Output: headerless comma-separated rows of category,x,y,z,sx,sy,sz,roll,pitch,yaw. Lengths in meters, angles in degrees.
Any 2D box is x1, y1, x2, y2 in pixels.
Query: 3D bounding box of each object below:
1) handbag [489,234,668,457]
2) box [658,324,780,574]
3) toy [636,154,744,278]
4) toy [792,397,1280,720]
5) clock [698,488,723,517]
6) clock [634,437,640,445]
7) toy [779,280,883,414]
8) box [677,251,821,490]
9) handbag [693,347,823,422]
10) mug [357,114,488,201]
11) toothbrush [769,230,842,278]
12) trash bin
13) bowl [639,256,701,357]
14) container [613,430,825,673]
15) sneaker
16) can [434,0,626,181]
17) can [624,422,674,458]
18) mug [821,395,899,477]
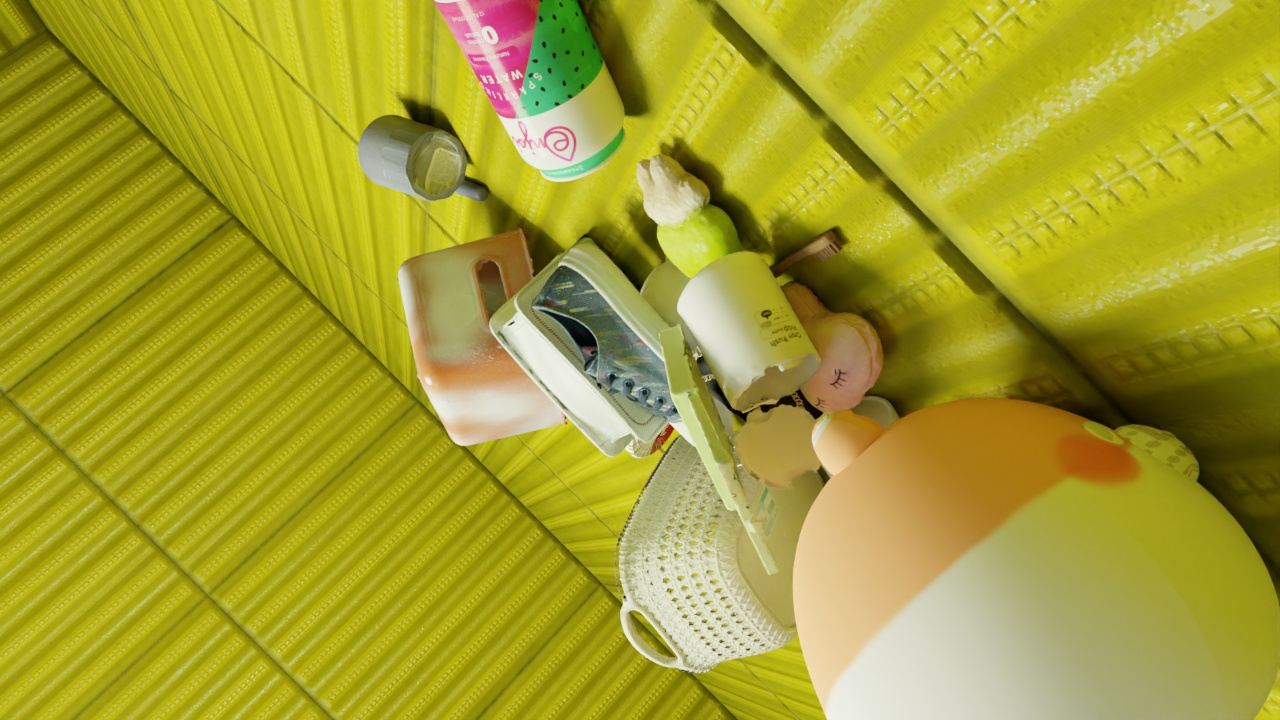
handbag,-0.040,-0.016,0.938,0.198,0.141,0.096,48,145,-6
box,0.063,0.076,0.718,0.187,0.030,0.138,62,-172,-51
toy,0.036,-0.112,0.726,0.118,0.043,0.092,55,162,-21
toy,0.223,0.143,0.556,0.262,0.266,0.280,18,-151,-49
clock,0.128,0.190,1.158,0.141,0.054,0.093,31,158,18
clock,-0.024,0.024,1.043,0.096,0.137,0.048,26,126,-26
toy,0.140,-0.011,0.713,0.105,0.053,0.108,50,159,24
box,0.092,0.006,0.676,0.165,0.084,0.095,63,153,25
handbag,0.097,0.020,0.781,0.128,0.054,0.079,39,132,-21
mug,-0.245,-0.222,1.053,0.104,0.084,0.124,25,177,42
toothbrush,0.108,-0.069,0.706,0.016,0.016,0.167,47,161,-6
trash bin,-0.187,-0.018,1.116,0.260,0.157,0.181,96,159,-68
bowl,0.039,-0.033,0.874,0.115,0.050,0.115,39,161,16
container,0.092,0.180,0.924,0.144,0.250,0.185,-21,114,39
sneaker,-0.005,0.005,0.839,0.235,0.079,0.087,50,161,-16
can,-0.075,-0.218,0.663,0.088,0.088,0.166,26,154,44
can,-0.022,0.055,1.135,0.116,0.086,0.087,34,159,31
mug,0.198,0.093,0.745,0.090,0.074,0.110,53,-177,-24
